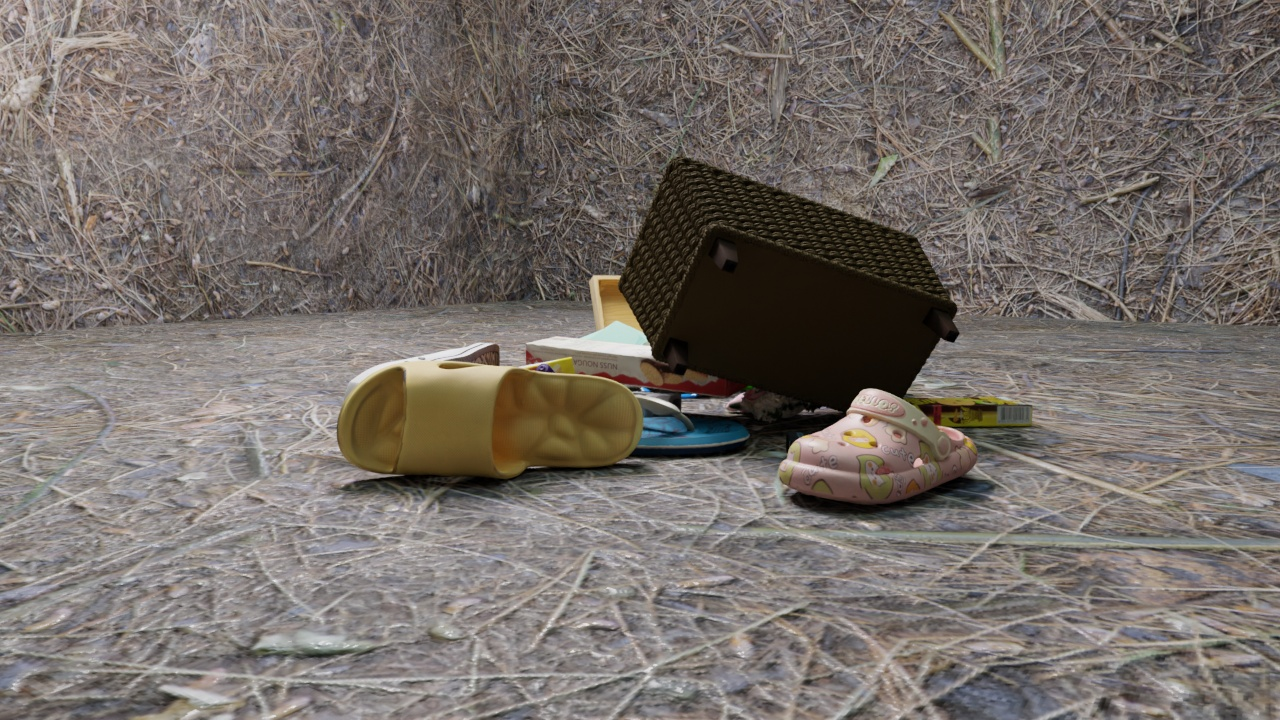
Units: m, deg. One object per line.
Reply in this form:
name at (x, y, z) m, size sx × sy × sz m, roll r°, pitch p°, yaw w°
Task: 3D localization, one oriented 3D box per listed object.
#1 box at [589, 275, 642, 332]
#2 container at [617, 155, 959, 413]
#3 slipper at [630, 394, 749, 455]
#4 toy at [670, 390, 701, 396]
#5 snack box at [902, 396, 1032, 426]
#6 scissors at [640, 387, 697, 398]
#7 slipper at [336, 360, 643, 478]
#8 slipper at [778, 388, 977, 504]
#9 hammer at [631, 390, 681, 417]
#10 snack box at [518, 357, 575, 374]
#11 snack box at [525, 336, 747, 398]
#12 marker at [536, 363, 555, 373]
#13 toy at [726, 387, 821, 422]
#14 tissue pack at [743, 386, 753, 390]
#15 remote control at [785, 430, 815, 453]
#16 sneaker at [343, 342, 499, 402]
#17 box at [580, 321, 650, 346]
box at (0.061, -0.040, 1.485) m, size 0.247 × 0.119 × 0.252 m, roll -1°, pitch 45°, yaw -21°
container at (0.162, -0.060, 0.988) m, size 0.320 × 0.177 × 0.204 m, roll 15°, pitch 29°, yaw -17°
slipper at (-0.041, 0.058, 0.903) m, size 0.294 × 0.060 × 0.118 m, roll -1°, pitch 3°, yaw -9°
toy at (0.072, 0.029, 1.232) m, size 0.102 × 0.050 × 0.066 m, roll -4°, pitch -29°, yaw -6°
snack box at (0.357, 0.058, 1.033) m, size 0.149 × 0.025 × 0.061 m, roll 0°, pitch 6°, yaw -5°
scissors at (0.013, 0.049, 1.184) m, size 0.127 × 0.013 × 0.125 m, roll 1°, pitch 8°, yaw -9°
slipper at (-0.122, 0.050, 0.784) m, size 0.263 × 0.099 × 0.078 m, roll 2°, pitch -4°, yaw -16°
slipper at (0.200, 0.064, 0.742) m, size 0.196 × 0.081 × 0.093 m, roll -5°, pitch 10°, yaw -34°
hammer at (-0.094, 0.046, 1.108) m, size 0.313 × 0.035 × 0.139 m, roll 3°, pitch 4°, yaw 32°
snack box at (-0.141, 0.031, 0.941) m, size 0.092 × 0.042 × 0.200 m, roll -11°, pitch 2°, yaw 17°
snack box at (-0.007, 0.006, 1.101) m, size 0.273 × 0.044 × 0.076 m, roll 6°, pitch 12°, yaw 27°
marker at (-0.078, 0.041, 0.954) m, size 0.015 × 0.018 × 0.134 m, roll 24°, pitch -18°, yaw 30°
toy at (0.149, 0.048, 1.080) m, size 0.095 × 0.041 × 0.109 m, roll -6°, pitch 3°, yaw -34°
tissue pack at (0.164, 0.020, 1.321) m, size 0.100 × 0.034 × 0.113 m, roll 5°, pitch 9°, yaw 30°
remote control at (0.206, 0.083, 0.845) m, size 0.140 × 0.021 × 0.045 m, roll 5°, pitch 9°, yaw 4°
sneaker at (-0.232, 0.031, 0.987) m, size 0.097 × 0.091 × 0.245 m, roll 6°, pitch 13°, yaw 17°
box at (-0.085, -0.002, 1.264) m, size 0.138 × 0.055 × 0.186 m, roll 9°, pitch 28°, yaw 30°
